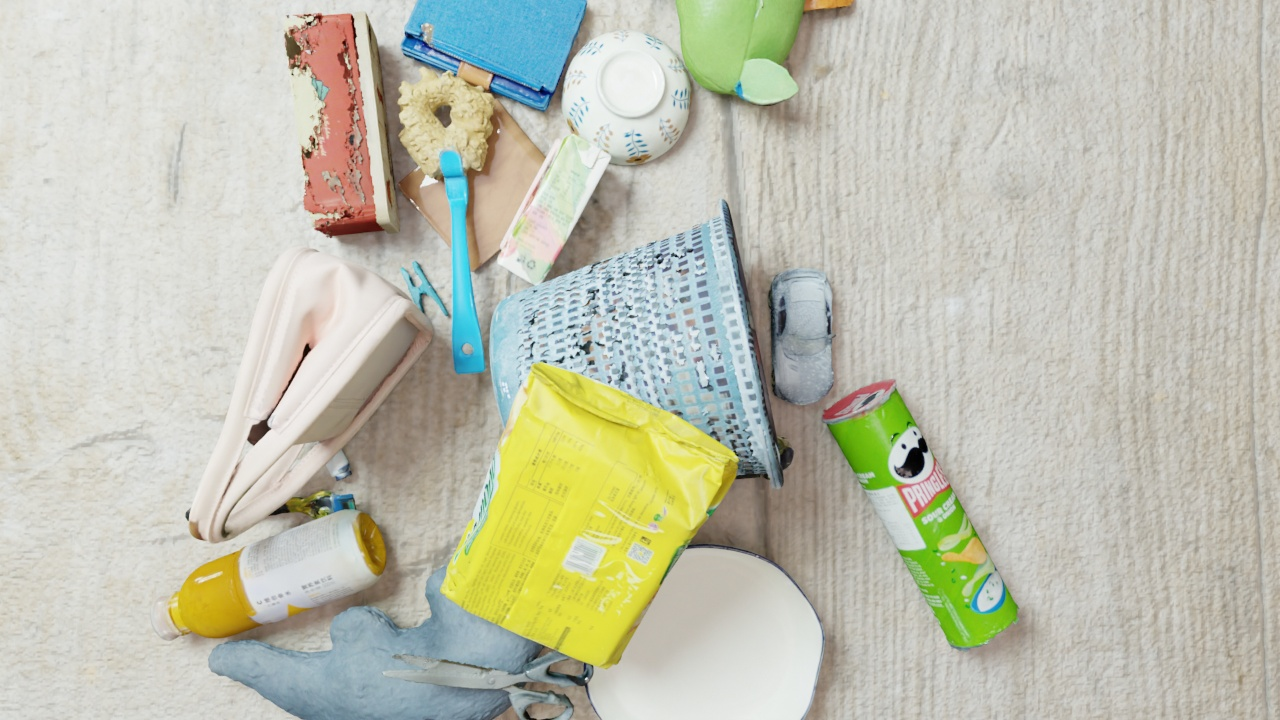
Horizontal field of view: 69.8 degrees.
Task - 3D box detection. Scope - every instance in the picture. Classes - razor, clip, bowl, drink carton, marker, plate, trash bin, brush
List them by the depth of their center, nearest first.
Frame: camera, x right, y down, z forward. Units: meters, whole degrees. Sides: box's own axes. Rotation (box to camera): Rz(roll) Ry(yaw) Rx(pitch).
[{"bbox_3d":[-0.004,0.004,0.721,0.195,0.226,0.226,-11,93,9],"label":"trash bin"},{"bbox_3d":[-0.152,-0.116,0.755,0.083,0.046,0.254,-5,90,-3],"label":"brush"},{"bbox_3d":[-0.074,-0.126,0.759,0.045,0.053,0.122,28,97,-14],"label":"drink carton"},{"bbox_3d":[-0.010,-0.226,0.775,0.113,0.062,0.113,0,93,-5],"label":"bowl"},{"bbox_3d":[-0.313,0.127,0.782,0.142,0.022,0.043,-2,127,-4],"label":"razor"},{"bbox_3d":[-0.281,0.042,0.783,0.022,0.018,0.130,-28,93,-13],"label":"marker"},{"bbox_3d":[-0.187,-0.059,0.790,0.041,0.014,0.056,-25,95,-4],"label":"clip"},{"bbox_3d":[0.053,0.251,0.794,0.205,0.045,0.205,-1,97,-5],"label":"plate"}]

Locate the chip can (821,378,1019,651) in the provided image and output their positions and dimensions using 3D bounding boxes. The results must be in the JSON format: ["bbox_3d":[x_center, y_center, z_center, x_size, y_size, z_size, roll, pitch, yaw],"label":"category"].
[{"bbox_3d":[0.244,0.134,0.801,0.072,0.072,0.236,-30,94,-3],"label":"chip can"}]

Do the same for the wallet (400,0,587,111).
[{"bbox_3d":[-0.122,-0.281,0.776,0.133,0.040,0.106,21,81,-5],"label":"wallet"}]

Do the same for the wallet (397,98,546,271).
[{"bbox_3d":[-0.134,-0.150,0.789,0.115,0.020,0.101,-40,95,0],"label":"wallet"}]

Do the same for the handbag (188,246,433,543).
[{"bbox_3d":[-0.257,0.037,0.692,0.093,0.193,0.234,30,85,-2],"label":"handbag"}]

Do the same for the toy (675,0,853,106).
[{"bbox_3d":[0.084,-0.338,0.765,0.226,0.090,0.247,5,95,-16],"label":"toy"}]

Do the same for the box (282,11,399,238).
[{"bbox_3d":[-0.247,-0.187,0.741,0.079,0.091,0.168,-7,92,-8],"label":"box"}]

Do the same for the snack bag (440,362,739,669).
[{"bbox_3d":[-0.043,0.122,0.656,0.158,0.068,0.247,24,126,-2],"label":"snack bag"}]

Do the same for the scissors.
[{"bbox_3d":[-0.110,0.242,0.715,0.145,0.014,0.172,-32,121,-12],"label":"scissors"}]

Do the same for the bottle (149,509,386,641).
[{"bbox_3d":[-0.308,0.182,0.757,0.189,0.068,0.068,-20,93,2],"label":"bottle"}]

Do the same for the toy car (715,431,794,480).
[{"bbox_3d":[0.088,0.082,0.801,0.090,0.042,0.035,-3,48,-3],"label":"toy car"}]

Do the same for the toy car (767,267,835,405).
[{"bbox_3d":[0.142,-0.021,0.806,0.054,0.037,0.120,-2,95,-5],"label":"toy car"}]

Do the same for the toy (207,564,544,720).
[{"bbox_3d":[-0.172,0.245,0.763,0.356,0.091,0.138,-18,84,-2],"label":"toy"}]
